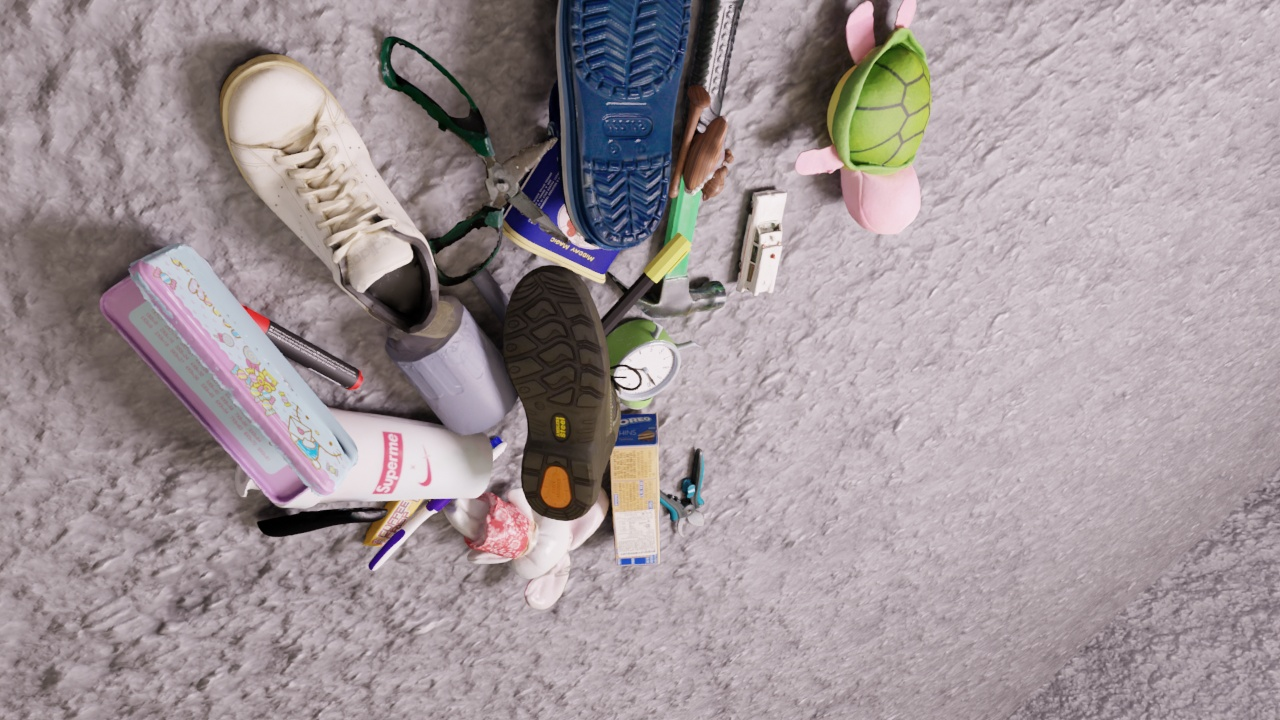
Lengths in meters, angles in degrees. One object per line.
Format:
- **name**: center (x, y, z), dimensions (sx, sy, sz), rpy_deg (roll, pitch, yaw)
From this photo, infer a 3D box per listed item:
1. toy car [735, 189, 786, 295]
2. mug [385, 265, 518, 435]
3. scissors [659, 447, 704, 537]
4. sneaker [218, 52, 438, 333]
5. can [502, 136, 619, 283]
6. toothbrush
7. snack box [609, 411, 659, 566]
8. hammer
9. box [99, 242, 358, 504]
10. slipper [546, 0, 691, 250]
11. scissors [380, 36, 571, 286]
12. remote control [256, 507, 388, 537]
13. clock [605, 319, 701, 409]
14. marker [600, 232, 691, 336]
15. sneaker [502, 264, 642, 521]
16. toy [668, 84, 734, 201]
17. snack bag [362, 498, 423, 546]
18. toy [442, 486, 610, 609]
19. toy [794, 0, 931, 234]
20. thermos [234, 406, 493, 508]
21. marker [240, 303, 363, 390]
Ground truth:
- **toy car**: center (0.128, -0.119, 0.948), dimensions (0.039, 0.039, 0.113), rpy_deg (-11, 130, -25)
- **mug**: center (-0.157, -0.011, 0.835), dimensions (0.123, 0.084, 0.104), rpy_deg (-52, 138, -21)
- **scissors**: center (0.048, 0.168, 1.144), dimensions (0.124, 0.019, 0.156), rpy_deg (1, 123, -32)
- **sneaker**: center (-0.224, -0.106, 0.688), dimensions (0.089, 0.102, 0.242), rpy_deg (-33, 135, -6)
- **can**: center (-0.055, -0.134, 0.808), dimensions (0.116, 0.056, 0.092), rpy_deg (21, 110, -42)
- **toothbrush**: center (-0.209, 0.147, 0.944), dimensions (0.186, 0.016, 0.015), rpy_deg (-43, 160, -7)
- **snack box**: center (-0.006, 0.152, 1.063), dimensions (0.056, 0.057, 0.207), rpy_deg (-2, 130, -2)
- **hammer**: center (0.047, -0.179, 0.856), dimensions (0.130, 0.032, 0.319), rpy_deg (-9, 128, -26)
- **box**: center (-0.306, 0.020, 0.682), dimensions (0.089, 0.092, 0.214), rpy_deg (-35, 107, -2)
- **slipper**: center (-0.027, -0.215, 0.722), dimensions (0.105, 0.095, 0.253), rpy_deg (-1, 101, -26)
- **scissors**: center (-0.149, -0.144, 0.732), dimensions (0.201, 0.015, 0.202), rpy_deg (43, 132, -12)
- **remote control**: center (-0.293, 0.147, 0.840), dimensions (0.152, 0.020, 0.041), rpy_deg (-13, 167, 35)
- **clock**: center (-0.006, 0.006, 0.958), dimensions (0.119, 0.042, 0.094), rpy_deg (-48, 136, 15)
- **marker**: center (0.002, -0.070, 0.876), dimensions (0.124, 0.017, 0.021), rpy_deg (-47, 134, 9)
- **sneaker**: center (-0.055, 0.017, 0.861), dimensions (0.101, 0.142, 0.238), rpy_deg (6, 113, 14)
- **toy**: center (0.056, -0.185, 0.807), dimensions (0.054, 0.041, 0.102), rpy_deg (7, 130, -11)
- **snack bag**: center (-0.251, 0.157, 0.943), dimensions (0.026, 0.020, 0.099), rpy_deg (25, 108, -41)
- **toy**: center (-0.130, 0.192, 1.009), dimensions (0.194, 0.084, 0.159), rpy_deg (26, 89, -39)
- **toy**: center (0.232, -0.230, 0.891), dimensions (0.189, 0.088, 0.239), rpy_deg (-32, 134, -31)
- **thermos**: center (-0.246, 0.086, 0.844), dimensions (0.220, 0.099, 0.099), rpy_deg (9, 119, -42)
- **marker**: center (-0.297, -0.012, 0.778), dimensions (0.024, 0.021, 0.145), rpy_deg (-21, 142, 27)
